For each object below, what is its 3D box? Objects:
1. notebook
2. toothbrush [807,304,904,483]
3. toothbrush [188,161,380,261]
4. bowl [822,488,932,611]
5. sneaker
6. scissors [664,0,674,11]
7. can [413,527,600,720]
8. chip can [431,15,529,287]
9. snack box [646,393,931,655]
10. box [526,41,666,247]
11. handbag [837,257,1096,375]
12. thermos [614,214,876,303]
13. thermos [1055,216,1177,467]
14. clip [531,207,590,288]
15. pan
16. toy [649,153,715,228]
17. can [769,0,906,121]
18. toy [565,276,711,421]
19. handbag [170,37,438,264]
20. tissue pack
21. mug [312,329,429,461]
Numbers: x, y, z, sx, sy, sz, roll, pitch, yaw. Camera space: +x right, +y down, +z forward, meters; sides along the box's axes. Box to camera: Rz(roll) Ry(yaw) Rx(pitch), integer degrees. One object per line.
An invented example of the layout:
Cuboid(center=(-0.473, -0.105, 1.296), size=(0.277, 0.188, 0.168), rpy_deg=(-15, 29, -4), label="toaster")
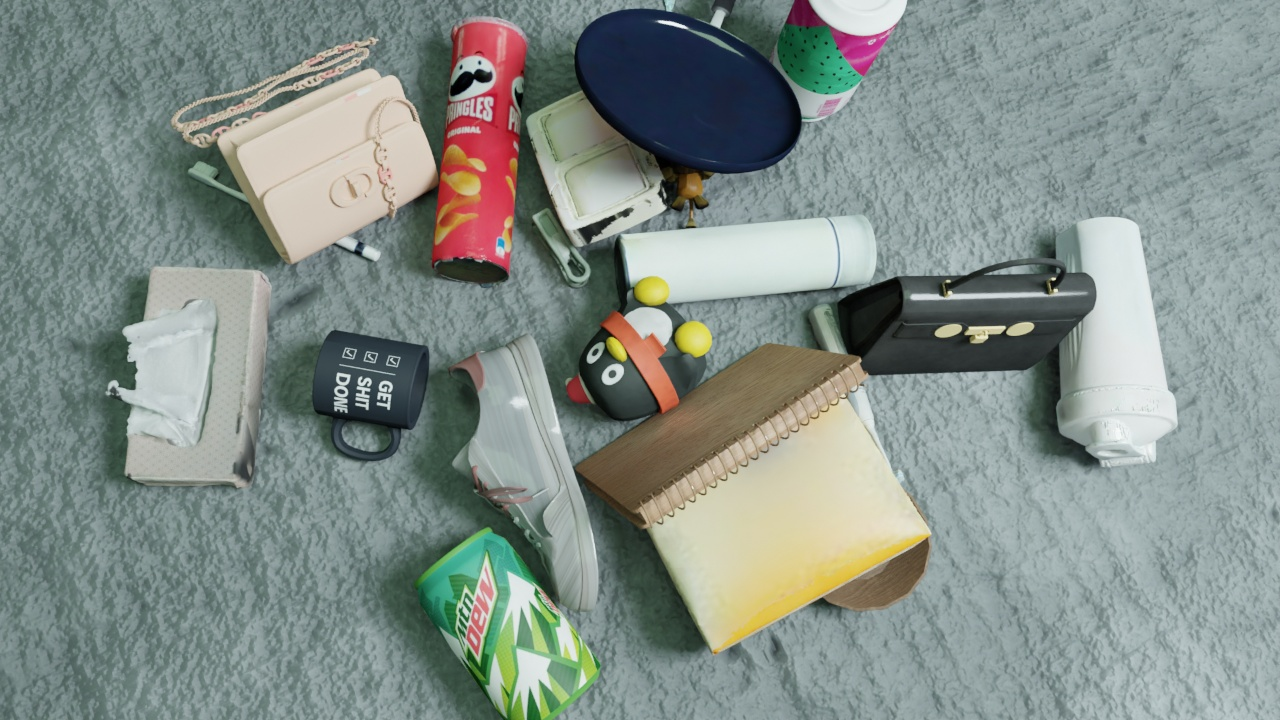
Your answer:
Cuboid(center=(0.061, 0.053, 0.734), size=(0.210, 0.169, 0.022), rpy_deg=(-32, 104, -14), label="notebook")
Cuboid(center=(0.187, 0.029, 0.800), size=(0.024, 0.022, 0.185), rpy_deg=(-33, 55, 24), label="toothbrush")
Cuboid(center=(-0.317, -0.134, 0.820), size=(0.187, 0.012, 0.017), rpy_deg=(25, 70, 0), label="toothbrush")
Cuboid(center=(0.186, 0.155, 0.783), size=(0.118, 0.030, 0.117), rpy_deg=(-2, 71, 5), label="bowl")
Cuboid(center=(-0.101, 0.095, 0.742), size=(0.089, 0.099, 0.236), rpy_deg=(-15, 70, -11), label="sneaker")
Cuboid(center=(0.020, -0.437, 0.940), size=(0.158, 0.014, 0.172), rpy_deg=(44, 78, 5), label="scissors")
Cuboid(center=(-0.104, 0.209, 0.715), size=(0.083, 0.083, 0.144), rpy_deg=(-37, 82, -14), label="can")
Cuboid(center=(-0.144, -0.186, 0.823), size=(0.073, 0.073, 0.232), rpy_deg=(4, 75, -6), label="chip can")
Cuboid(center=(0.109, 0.125, 0.741), size=(0.195, 0.081, 0.145), rpy_deg=(-27, 71, -4), label="snack box")
Cuboid(center=(-0.007, -0.211, 0.791), size=(0.194, 0.101, 0.143), rpy_deg=(-24, 63, 4), label="box")
Cuboid(center=(0.285, -0.048, 0.769), size=(0.175, 0.196, 0.072), rpy_deg=(-2, 75, -7), label="handbag")
Cuboid(center=(0.094, -0.090, 0.827), size=(0.230, 0.068, 0.068), rpy_deg=(-5, 76, -8), label="thermos")
Cuboid(center=(0.428, -0.016, 0.834), size=(0.099, 0.099, 0.220), rpy_deg=(7, 71, -5), label="thermos")
Cuboid(center=(-0.072, -0.100, 0.831), size=(0.023, 0.047, 0.076), rpy_deg=(-33, 84, -12), label="clip")
Cuboid(center=(0.060, -0.281, 0.817), size=(0.199, 0.021, 0.355), rpy_deg=(23, 49, -4), label="pan")
Cuboid(center=(0.045, -0.174, 0.850), size=(0.076, 0.062, 0.100), rpy_deg=(-1, 85, 15), label="toy")
Cuboid(center=(0.173, -0.293, 0.837), size=(0.088, 0.166, 0.088), rpy_deg=(2, 75, -6), label="can")
Cuboid(center=(-0.005, 0.004, 0.775), size=(0.119, 0.100, 0.097), rpy_deg=(-35, 61, -8), label="toy")
Cuboid(center=(-0.284, -0.191, 0.826), size=(0.198, 0.117, 0.187), rpy_deg=(-35, 41, -23), label="handbag")
Cuboid(center=(-0.367, 0.011, 0.750), size=(0.104, 0.071, 0.181), rpy_deg=(3, 78, -7), label="tissue pack")
Cuboid(center=(-0.224, 0.032, 0.763), size=(0.077, 0.071, 0.105), rpy_deg=(10, 101, -4), label="mug")
